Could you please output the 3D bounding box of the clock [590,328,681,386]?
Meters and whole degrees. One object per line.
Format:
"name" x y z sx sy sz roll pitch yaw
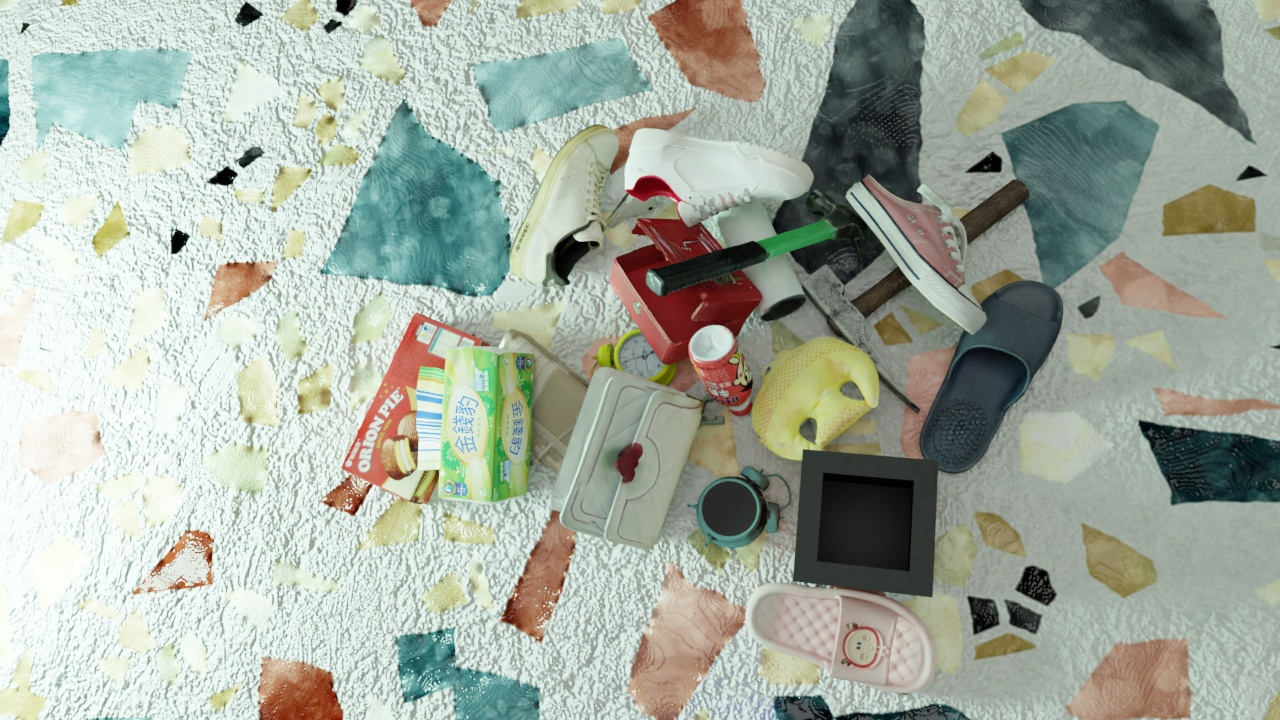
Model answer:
"clock" -0.007 0.007 1.198 0.119 0.057 0.083 -26 75 -1

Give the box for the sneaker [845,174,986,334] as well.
"sneaker" 0.345 -0.140 1.095 0.088 0.118 0.241 -40 65 18

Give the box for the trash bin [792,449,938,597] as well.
"trash bin" 0.252 0.187 1.038 0.140 0.172 0.139 4 77 13

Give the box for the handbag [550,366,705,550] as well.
"handbag" -0.013 0.122 1.125 0.142 0.096 0.198 18 92 -16

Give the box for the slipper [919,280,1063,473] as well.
"slipper" 0.416 0.011 1.093 0.101 0.082 0.263 29 85 19

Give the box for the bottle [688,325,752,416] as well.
"bottle" 0.106 0.020 1.130 0.062 0.137 0.061 -14 49 17

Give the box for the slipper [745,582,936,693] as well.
"slipper" 0.231 0.317 1.067 0.222 0.055 0.107 12 92 17

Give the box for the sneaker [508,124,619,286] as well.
"sneaker" -0.083 -0.205 1.248 0.102 0.089 0.241 29 89 26

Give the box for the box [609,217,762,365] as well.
"box" 0.054 -0.089 1.170 0.157 0.136 0.127 56 134 27

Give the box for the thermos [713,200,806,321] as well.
"thermos" 0.142 -0.166 1.203 0.068 0.068 0.230 -24 72 6

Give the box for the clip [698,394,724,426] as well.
"clip" 0.069 0.073 1.185 0.076 0.023 0.061 -20 72 5

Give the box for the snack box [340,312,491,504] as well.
"snack box" -0.299 0.065 1.247 0.113 0.060 0.236 21 82 15

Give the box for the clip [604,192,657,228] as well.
"clip" -0.009 -0.222 1.258 0.054 0.102 0.043 -16 72 -38

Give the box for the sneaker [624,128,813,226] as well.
"sneaker" 0.090 -0.214 1.146 0.237 0.090 0.104 14 83 15

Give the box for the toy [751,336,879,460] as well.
"toy" 0.205 0.041 1.130 0.170 0.064 0.155 -44 48 1

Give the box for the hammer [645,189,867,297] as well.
"hammer" 0.146 -0.133 1.109 0.318 0.032 0.130 -20 50 -29

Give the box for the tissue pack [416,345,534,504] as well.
"tissue pack" -0.223 0.077 1.166 0.141 0.120 0.197 3 84 19

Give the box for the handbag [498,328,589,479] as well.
"handbag" -0.155 0.090 1.223 0.175 0.062 0.198 38 95 18

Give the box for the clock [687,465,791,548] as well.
"clock" 0.126 0.180 1.131 0.124 0.053 0.090 -24 73 3

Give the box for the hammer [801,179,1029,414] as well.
"hammer" 0.385 -0.100 1.150 0.300 0.037 0.217 -37 72 1
